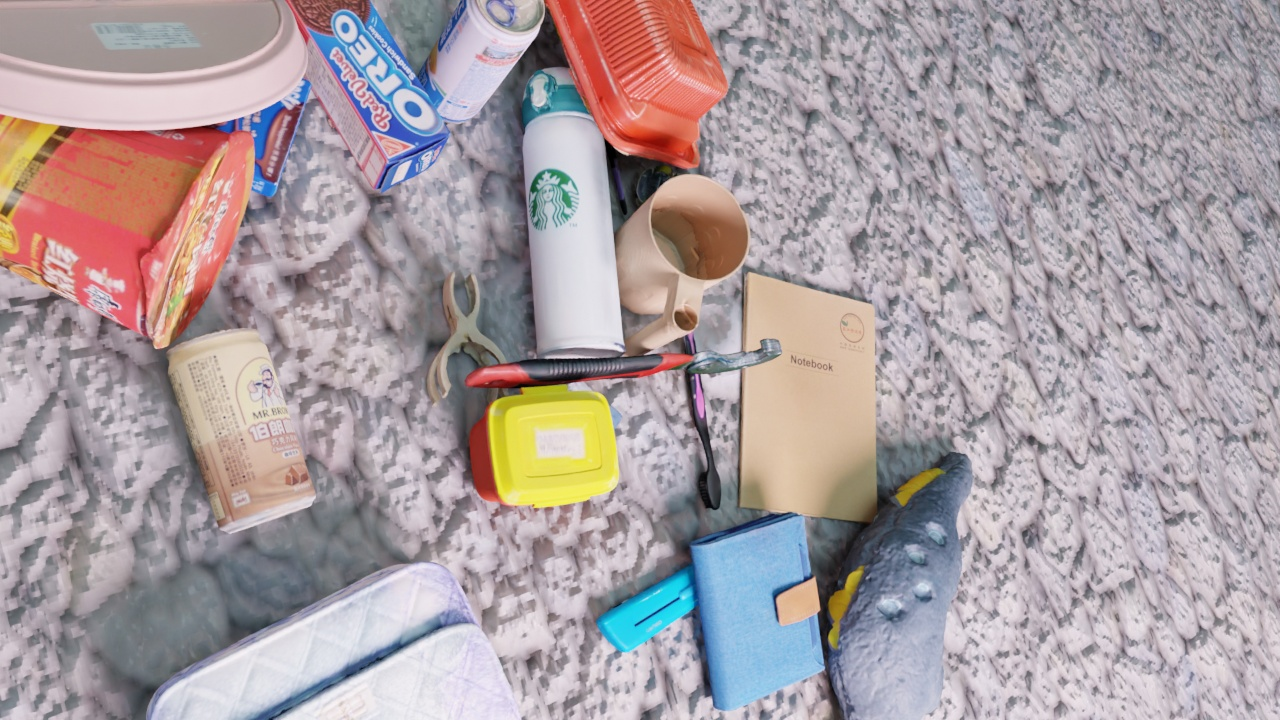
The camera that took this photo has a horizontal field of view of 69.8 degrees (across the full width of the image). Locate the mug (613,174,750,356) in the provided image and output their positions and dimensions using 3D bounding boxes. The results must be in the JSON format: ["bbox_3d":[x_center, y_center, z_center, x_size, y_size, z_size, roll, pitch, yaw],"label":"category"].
[{"bbox_3d":[0.020,-0.067,0.708,0.084,0.104,0.124,16,71,-20],"label":"mug"}]

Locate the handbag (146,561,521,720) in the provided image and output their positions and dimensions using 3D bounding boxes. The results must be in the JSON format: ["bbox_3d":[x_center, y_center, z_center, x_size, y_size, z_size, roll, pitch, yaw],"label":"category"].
[{"bbox_3d":[-0.181,0.214,0.549,0.193,0.076,0.134,-25,91,-30],"label":"handbag"}]

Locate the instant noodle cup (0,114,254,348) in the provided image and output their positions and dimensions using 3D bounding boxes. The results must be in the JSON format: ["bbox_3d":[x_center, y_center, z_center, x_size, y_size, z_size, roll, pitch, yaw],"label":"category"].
[{"bbox_3d":[-0.302,-0.091,0.530,0.108,0.138,0.137,22,68,-13],"label":"instant noodle cup"}]

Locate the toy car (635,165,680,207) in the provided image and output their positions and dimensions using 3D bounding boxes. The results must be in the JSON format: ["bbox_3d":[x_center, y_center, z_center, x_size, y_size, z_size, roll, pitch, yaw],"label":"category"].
[{"bbox_3d":[0.037,-0.131,0.777,0.090,0.035,0.042,19,67,-16],"label":"toy car"}]

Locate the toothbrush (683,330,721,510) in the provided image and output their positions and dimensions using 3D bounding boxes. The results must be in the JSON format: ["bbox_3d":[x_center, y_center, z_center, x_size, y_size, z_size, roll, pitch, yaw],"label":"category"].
[{"bbox_3d":[0.045,0.029,0.757,0.014,0.018,0.189,0,74,-30],"label":"toothbrush"}]

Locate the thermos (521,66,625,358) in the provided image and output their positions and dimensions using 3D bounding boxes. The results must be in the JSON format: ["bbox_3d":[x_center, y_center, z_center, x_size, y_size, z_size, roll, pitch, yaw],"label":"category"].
[{"bbox_3d":[-0.056,-0.112,0.701,0.073,0.073,0.224,1,77,-29],"label":"thermos"}]

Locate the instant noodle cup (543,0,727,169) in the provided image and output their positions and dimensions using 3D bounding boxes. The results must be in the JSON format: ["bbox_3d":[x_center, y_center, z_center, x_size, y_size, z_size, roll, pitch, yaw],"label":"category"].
[{"bbox_3d":[-0.001,-0.253,0.725,0.164,0.079,0.188,-12,77,-62],"label":"instant noodle cup"}]

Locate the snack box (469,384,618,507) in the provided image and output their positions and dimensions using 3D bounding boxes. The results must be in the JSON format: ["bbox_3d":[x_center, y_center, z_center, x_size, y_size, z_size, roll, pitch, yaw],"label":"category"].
[{"bbox_3d":[-0.072,0.062,0.643,0.091,0.080,0.082,-3,80,-29],"label":"snack box"}]

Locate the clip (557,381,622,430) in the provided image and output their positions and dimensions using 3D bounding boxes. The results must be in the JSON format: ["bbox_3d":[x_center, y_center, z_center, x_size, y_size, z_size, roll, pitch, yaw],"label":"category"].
[{"bbox_3d":[-0.039,0.034,0.704,0.057,0.031,0.025,46,63,-17],"label":"clip"}]

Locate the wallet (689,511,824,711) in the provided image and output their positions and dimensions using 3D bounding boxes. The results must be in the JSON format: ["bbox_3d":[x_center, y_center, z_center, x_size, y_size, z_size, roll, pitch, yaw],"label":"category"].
[{"bbox_3d":[0.093,0.194,0.717,0.106,0.040,0.133,-10,94,-32],"label":"wallet"}]

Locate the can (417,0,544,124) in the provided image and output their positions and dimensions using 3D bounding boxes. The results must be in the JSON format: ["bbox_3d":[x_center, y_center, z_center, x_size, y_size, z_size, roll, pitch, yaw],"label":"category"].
[{"bbox_3d":[-0.117,-0.222,0.656,0.053,0.135,0.053,7,74,-28],"label":"can"}]

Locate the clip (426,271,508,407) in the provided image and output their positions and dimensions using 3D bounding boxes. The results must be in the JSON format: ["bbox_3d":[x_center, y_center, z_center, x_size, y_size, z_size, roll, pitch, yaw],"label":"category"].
[{"bbox_3d":[-0.136,-0.010,0.653,0.092,0.035,0.103,-25,86,-32],"label":"clip"}]

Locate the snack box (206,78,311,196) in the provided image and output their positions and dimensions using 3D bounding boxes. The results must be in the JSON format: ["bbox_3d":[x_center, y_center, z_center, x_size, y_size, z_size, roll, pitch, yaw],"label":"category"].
[{"bbox_3d":[-0.308,-0.175,0.603,0.157,0.026,0.084,19,70,-24],"label":"snack box"}]

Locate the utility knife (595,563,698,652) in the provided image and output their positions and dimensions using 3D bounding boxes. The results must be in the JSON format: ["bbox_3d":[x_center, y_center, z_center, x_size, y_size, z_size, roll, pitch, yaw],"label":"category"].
[{"bbox_3d":[0.052,0.170,0.721,0.198,0.018,0.034,-23,89,-32],"label":"utility knife"}]

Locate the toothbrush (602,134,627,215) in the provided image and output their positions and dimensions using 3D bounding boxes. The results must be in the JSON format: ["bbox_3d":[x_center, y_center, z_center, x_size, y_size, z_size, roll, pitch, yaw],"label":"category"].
[{"bbox_3d":[-0.036,-0.211,0.769,0.016,0.014,0.189,-10,83,-23],"label":"toothbrush"}]

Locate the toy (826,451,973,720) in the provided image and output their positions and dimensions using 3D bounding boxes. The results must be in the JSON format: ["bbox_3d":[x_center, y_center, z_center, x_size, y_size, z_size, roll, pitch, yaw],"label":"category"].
[{"bbox_3d":[0.215,0.213,0.767,0.138,0.092,0.355,47,58,-43],"label":"toy"}]

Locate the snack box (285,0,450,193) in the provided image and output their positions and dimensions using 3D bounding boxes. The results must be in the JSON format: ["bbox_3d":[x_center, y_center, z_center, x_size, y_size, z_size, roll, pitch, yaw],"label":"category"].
[{"bbox_3d":[-0.215,-0.225,0.649,0.057,0.058,0.207,-33,95,-28],"label":"snack box"}]

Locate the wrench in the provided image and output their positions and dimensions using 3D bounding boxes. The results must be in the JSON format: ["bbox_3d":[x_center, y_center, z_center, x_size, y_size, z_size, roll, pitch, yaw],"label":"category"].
[{"bbox_3d":[-0.004,0.004,0.689,0.272,0.056,0.016,-5,73,-34],"label":"wrench"}]

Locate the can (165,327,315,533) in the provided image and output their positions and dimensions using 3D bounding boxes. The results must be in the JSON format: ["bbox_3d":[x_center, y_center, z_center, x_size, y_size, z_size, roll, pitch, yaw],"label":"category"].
[{"bbox_3d":[-0.246,0.043,0.565,0.058,0.059,0.116,-18,87,-31],"label":"can"}]

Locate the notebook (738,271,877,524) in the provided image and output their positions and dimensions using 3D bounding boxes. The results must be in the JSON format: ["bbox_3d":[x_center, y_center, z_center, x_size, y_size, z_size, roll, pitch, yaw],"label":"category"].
[{"bbox_3d":[0.151,0.034,0.814,0.147,0.008,0.207,11,73,-26],"label":"notebook"}]

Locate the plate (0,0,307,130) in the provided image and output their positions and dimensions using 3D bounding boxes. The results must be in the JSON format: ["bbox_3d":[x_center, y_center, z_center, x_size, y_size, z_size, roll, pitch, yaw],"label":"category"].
[{"bbox_3d":[-0.315,-0.207,0.537,0.229,0.028,0.229,14,40,-12],"label":"plate"}]
